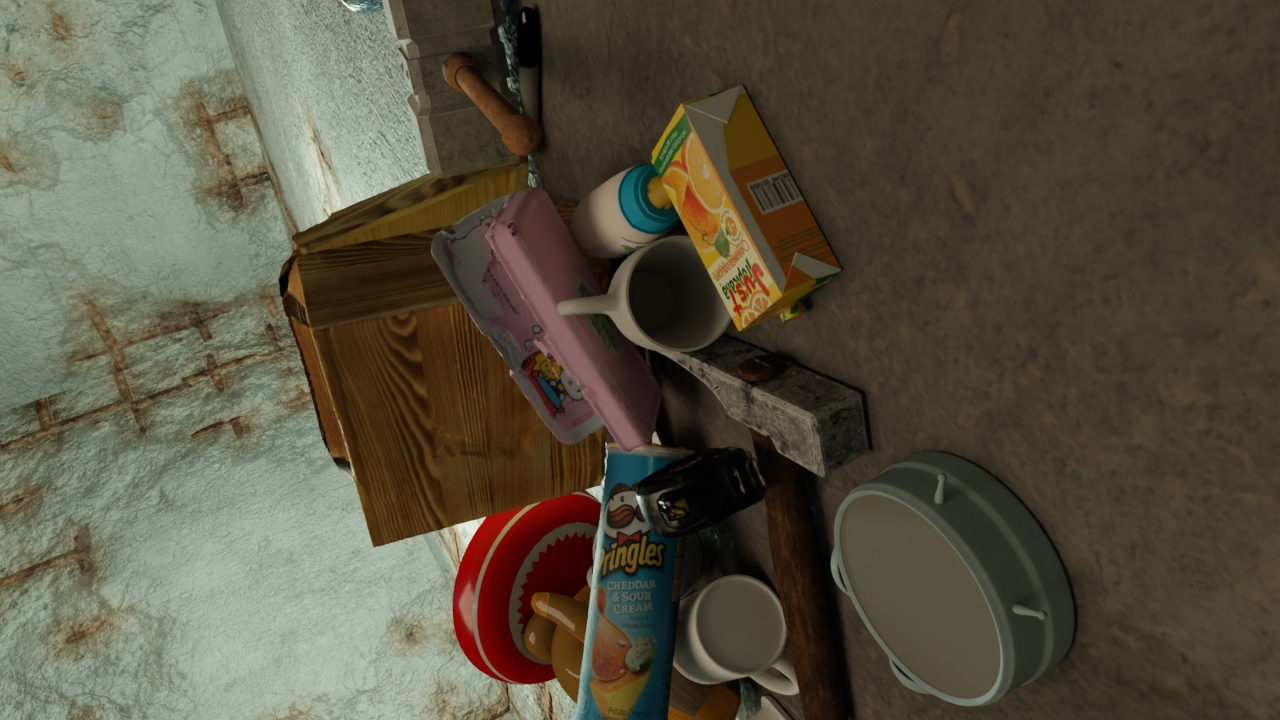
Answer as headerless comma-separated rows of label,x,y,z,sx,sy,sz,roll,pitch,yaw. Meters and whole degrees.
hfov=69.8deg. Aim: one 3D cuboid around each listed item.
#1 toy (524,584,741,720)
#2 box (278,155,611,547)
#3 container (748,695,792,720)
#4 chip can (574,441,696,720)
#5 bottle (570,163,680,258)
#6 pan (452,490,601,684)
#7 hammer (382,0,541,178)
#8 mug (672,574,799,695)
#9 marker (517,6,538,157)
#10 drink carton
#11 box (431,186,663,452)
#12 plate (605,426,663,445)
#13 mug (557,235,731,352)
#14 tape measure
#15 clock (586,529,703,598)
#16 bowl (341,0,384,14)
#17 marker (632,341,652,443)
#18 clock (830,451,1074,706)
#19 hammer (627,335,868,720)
toy,0.002,0.292,0.856,0.204,0.162,0.198,18,160,48
box,-0.181,-0.012,0.823,0.280,0.257,0.215,95,153,-47
container,0.115,0.362,0.787,0.081,0.049,0.129,40,146,49
chip can,-0.003,0.179,0.710,0.080,0.079,0.229,162,117,-68
bottle,-0.002,-0.101,0.605,0.146,0.051,0.051,-8,104,67
pan,-0.063,0.277,0.991,0.067,0.208,0.356,10,148,43
hammer,-0.114,-0.191,0.646,0.317,0.082,0.163,-127,25,-57
mug,0.080,0.225,0.723,0.110,0.073,0.091,37,154,3
marker,-0.089,-0.222,0.737,0.139,0.016,0.022,96,172,-52
drink carton,0.057,-0.079,0.505,0.122,0.041,0.058,63,158,8
box,-0.069,-0.020,0.668,0.202,0.095,0.087,59,-152,-28
plate,-0.003,0.073,0.827,0.134,0.011,0.135,49,152,37
mug,-0.004,-0.039,0.597,0.089,0.107,0.071,-178,81,-75
tape measure,0.034,0.083,0.577,0.042,0.071,0.072,64,165,-5
clock,0.000,0.178,0.794,0.094,0.035,0.123,35,112,20
bowl,-0.238,-0.381,0.841,0.114,0.061,0.114,2,-91,-76
marker,-0.004,0.004,0.733,0.023,0.021,0.145,11,121,22
clock,0.150,0.117,0.476,0.122,0.045,0.160,58,155,22
hammer,0.086,0.124,0.643,0.218,0.037,0.301,29,137,57
